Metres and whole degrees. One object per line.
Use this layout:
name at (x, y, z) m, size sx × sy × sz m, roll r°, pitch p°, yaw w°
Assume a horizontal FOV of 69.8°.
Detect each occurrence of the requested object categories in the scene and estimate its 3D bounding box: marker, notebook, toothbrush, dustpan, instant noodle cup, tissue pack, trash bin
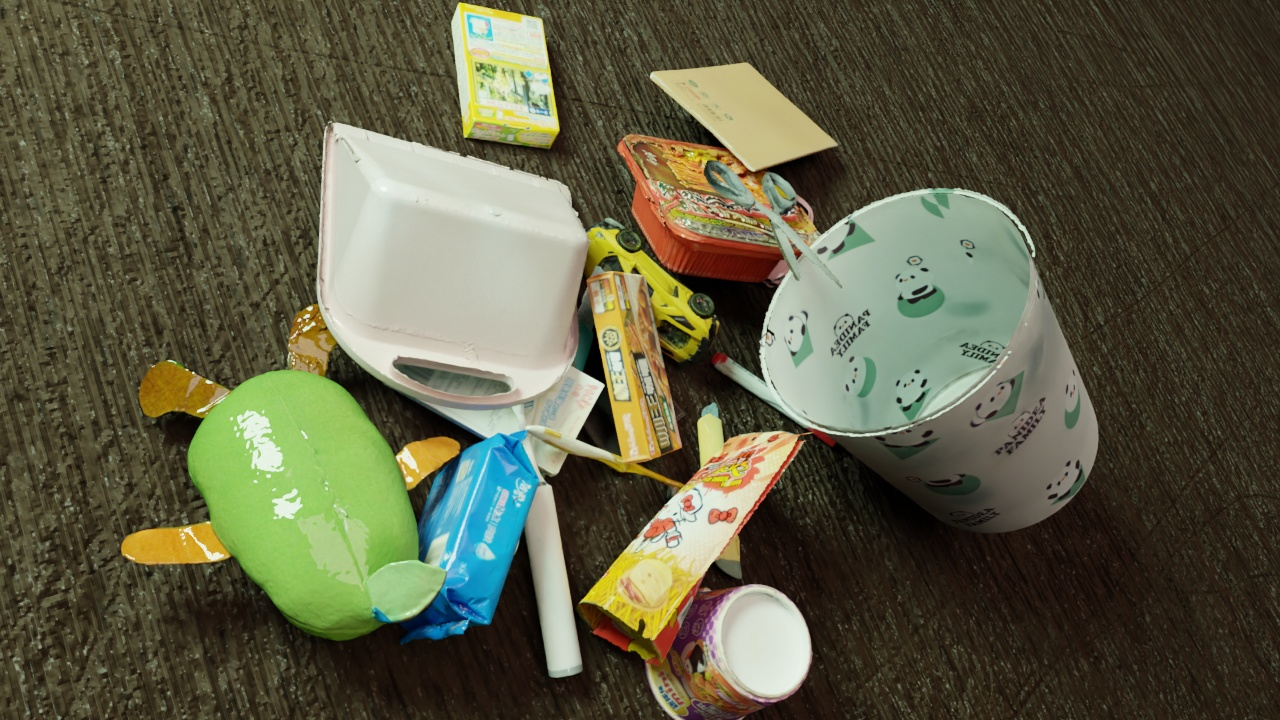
marker at (0.129, 0.037, 0.877) m, size 0.145 × 0.017 × 0.017 m, roll 34°, pitch 56°, yaw -9°
notebook at (0.115, -0.262, 0.970) m, size 0.148 × 0.008 × 0.207 m, roll 46°, pitch 37°, yaw 12°
toothbrush at (-0.075, 0.125, 0.694) m, size 0.026 × 0.027 × 0.221 m, roll -5°, pitch 82°, yaw -43°
dustpan at (-0.156, -0.080, 0.744) m, size 0.222 × 0.139 × 0.273 m, roll 12°, pitch 19°, yaw -21°
instant noodle cup at (0.071, 0.224, 0.707) m, size 0.111 × 0.099 × 0.111 m, roll 10°, pitch 63°, yaw -21°
instant noodle cup at (0.066, -0.140, 0.870) m, size 0.164 × 0.079 × 0.188 m, roll 4°, pitch 39°, yaw -26°
toothbrush at (-0.021, 0.086, 0.740) m, size 0.191 × 0.016 × 0.018 m, roll 27°, pitch 65°, yaw -40°
tissue pack at (-0.123, 0.125, 0.658) m, size 0.052 × 0.095 × 0.156 m, roll 32°, pitch 55°, yaw -25°
trash bin at (0.265, 0.019, 0.799) m, size 0.252 × 0.230 × 0.229 m, roll 41°, pitch 49°, yaw -39°

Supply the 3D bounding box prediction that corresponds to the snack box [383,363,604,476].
snack box at (-0.117, 0.019, 0.732) m, size 0.157 × 0.027 × 0.084 m, roll 30°, pitch 73°, yaw -5°

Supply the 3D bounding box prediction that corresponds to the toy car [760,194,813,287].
toy car at (0.145, -0.130, 0.955) m, size 0.056 × 0.037 × 0.122 m, roll 33°, pitch 57°, yaw -7°

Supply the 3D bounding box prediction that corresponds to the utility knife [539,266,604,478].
utility knife at (-0.063, 0.011, 0.768) m, size 0.029 × 0.013 × 0.205 m, roll 21°, pitch 71°, yaw -8°

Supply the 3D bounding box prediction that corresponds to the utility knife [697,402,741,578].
utility knife at (0.070, 0.110, 0.811) m, size 0.031 × 0.018 × 0.164 m, roll 11°, pitch 64°, yaw -27°

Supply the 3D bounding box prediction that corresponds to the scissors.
scissors at (0.117, -0.125, 0.800) m, size 0.159 × 0.014 × 0.174 m, roll 31°, pitch 34°, yaw 6°

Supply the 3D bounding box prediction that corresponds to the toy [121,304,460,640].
toy at (-0.228, 0.081, 0.620) m, size 0.226 × 0.090 × 0.246 m, roll -20°, pitch 66°, yaw -30°

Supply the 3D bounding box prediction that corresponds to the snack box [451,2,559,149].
snack box at (-0.131, -0.275, 0.886) m, size 0.086 × 0.034 × 0.140 m, roll 1°, pitch 65°, yaw -27°

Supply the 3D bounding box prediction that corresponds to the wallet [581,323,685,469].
wallet at (-0.027, 0.022, 0.804) m, size 0.096 × 0.020 × 0.122 m, roll -33°, pitch 86°, yaw -35°

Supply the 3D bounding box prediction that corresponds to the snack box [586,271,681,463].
snack box at (-0.005, 0.004, 0.759) m, size 0.075 × 0.026 × 0.153 m, roll -7°, pitch 85°, yaw -68°

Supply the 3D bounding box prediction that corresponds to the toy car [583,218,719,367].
toy car at (0.003, -0.059, 0.827) m, size 0.156 × 0.071 × 0.041 m, roll 44°, pitch 51°, yaw 1°

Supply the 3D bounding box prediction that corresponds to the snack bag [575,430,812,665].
snack bag at (0.044, 0.133, 0.716) m, size 0.073 × 0.129 × 0.207 m, roll 46°, pitch 63°, yaw -10°
